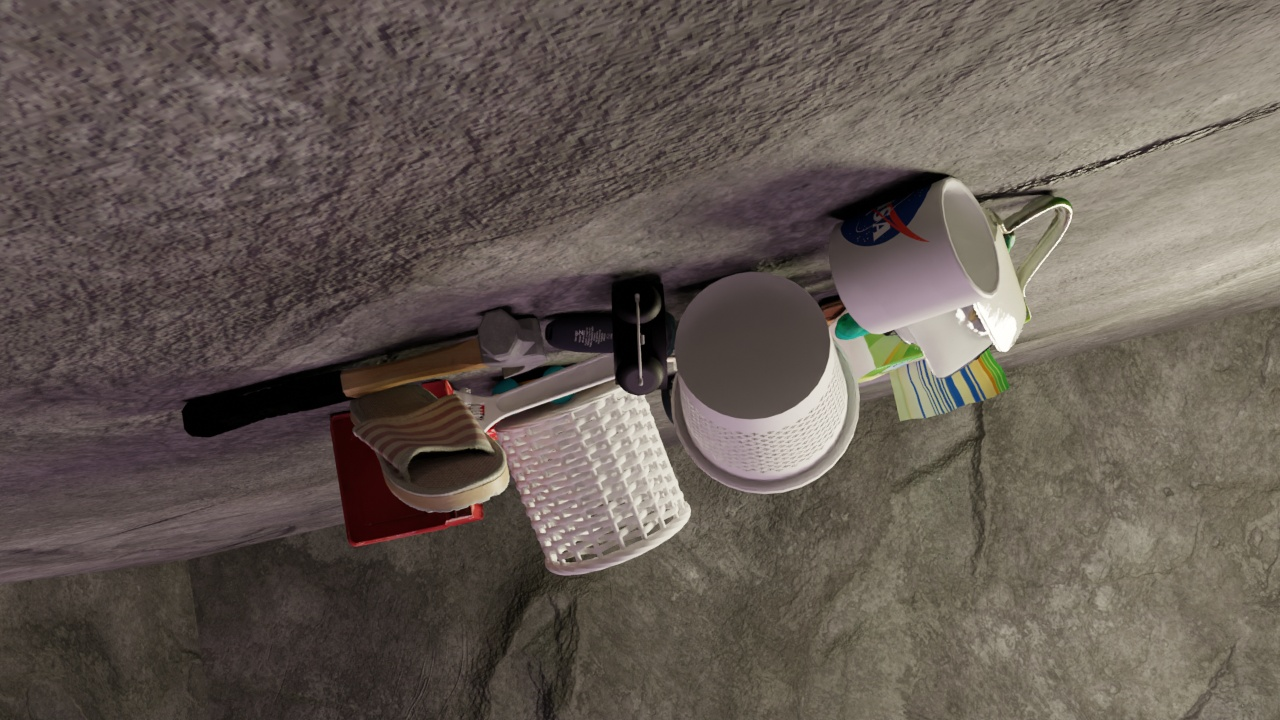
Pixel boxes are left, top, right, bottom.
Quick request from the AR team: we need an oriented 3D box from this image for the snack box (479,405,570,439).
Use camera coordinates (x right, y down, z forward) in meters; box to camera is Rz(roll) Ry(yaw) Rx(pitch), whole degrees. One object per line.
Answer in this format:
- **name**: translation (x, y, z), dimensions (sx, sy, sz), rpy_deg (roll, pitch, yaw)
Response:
- **snack box**: translation (-0.174, 0.078, 1.268), dimensions (0.152, 0.036, 0.133), rpy_deg (-13, 171, -1)

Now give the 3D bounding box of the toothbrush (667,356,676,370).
- **toothbrush**: translation (-0.007, 0.007, 1.125), dimensions (0.180, 0.018, 0.016), rpy_deg (-3, 178, -42)

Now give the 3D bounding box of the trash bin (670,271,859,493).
- **trash bin**: translation (0.112, 0.015, 0.874), dimensions (0.195, 0.195, 0.199), rpy_deg (-14, 161, 7)

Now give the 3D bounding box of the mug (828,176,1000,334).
- **mug**: translation (0.208, -0.084, 0.688), dimensions (0.090, 0.091, 0.121), rpy_deg (-20, -159, 39)

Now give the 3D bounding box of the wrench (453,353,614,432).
- **wrench**: translation (-0.098, 0.030, 0.968), dimensions (0.273, 0.066, 0.018), rpy_deg (-21, 172, -9)

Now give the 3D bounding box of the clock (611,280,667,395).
- **clock**: translation (-0.001, -0.019, 0.752), dimensions (0.042, 0.091, 0.120), rpy_deg (-2, -176, 0)

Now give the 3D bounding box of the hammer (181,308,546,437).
- **hammer**: translation (-0.244, 0.018, 0.813), dimensions (0.328, 0.039, 0.131), rpy_deg (-13, 172, 6)

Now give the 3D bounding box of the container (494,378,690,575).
- **container**: translation (-0.059, 0.133, 1.115), dimensions (0.189, 0.187, 0.189), rpy_deg (-21, -174, 2)

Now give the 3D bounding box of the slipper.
- **slipper**: translation (-0.205, 0.063, 0.839), dimensions (0.114, 0.052, 0.263), rpy_deg (-13, -157, -28)

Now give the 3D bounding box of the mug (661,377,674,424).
- **mug**: translation (0.086, 0.047, 1.369), dimensions (0.078, 0.071, 0.104), rpy_deg (-17, -163, 24)

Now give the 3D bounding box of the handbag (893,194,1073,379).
- **handbag**: translation (0.300, -0.072, 0.783), dimensions (0.176, 0.074, 0.151), rpy_deg (-38, 143, 8)

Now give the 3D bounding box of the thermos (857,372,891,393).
- **thermos**: translation (0.342, 0.004, 1.380), dimensions (0.241, 0.082, 0.082), rpy_deg (-17, 170, 23)

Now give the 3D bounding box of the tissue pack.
- **tissue pack**: translation (0.332, -0.013, 1.028), dimensions (0.197, 0.141, 0.120), rpy_deg (-18, 170, 0)

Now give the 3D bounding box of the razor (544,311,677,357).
- **razor**: translation (-0.026, -0.024, 0.848), dimensions (0.142, 0.047, 0.052), rpy_deg (-1, -170, -42)

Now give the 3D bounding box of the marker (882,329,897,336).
- **marker**: translation (0.289, -0.035, 0.906), dimensions (0.151, 0.011, 0.011), rpy_deg (-7, 170, -36)

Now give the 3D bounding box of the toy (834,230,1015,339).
- **toy**: translation (0.282, -0.072, 0.908), dimensions (0.193, 0.072, 0.130), rpy_deg (-23, 171, 8)

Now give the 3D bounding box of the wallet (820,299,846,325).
- **wallet**: translation (0.240, -0.061, 1.066), dimensions (0.087, 0.013, 0.121), rpy_deg (-17, 171, -3)

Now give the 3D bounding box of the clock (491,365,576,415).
- **clock**: translation (-0.121, 0.035, 1.073), dimensions (0.099, 0.043, 0.129), rpy_deg (-13, 178, 3)

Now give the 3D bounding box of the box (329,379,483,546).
- **box**: translation (-0.270, 0.121, 1.033), dimensions (0.170, 0.156, 0.156), rpy_deg (-13, 169, -1)
